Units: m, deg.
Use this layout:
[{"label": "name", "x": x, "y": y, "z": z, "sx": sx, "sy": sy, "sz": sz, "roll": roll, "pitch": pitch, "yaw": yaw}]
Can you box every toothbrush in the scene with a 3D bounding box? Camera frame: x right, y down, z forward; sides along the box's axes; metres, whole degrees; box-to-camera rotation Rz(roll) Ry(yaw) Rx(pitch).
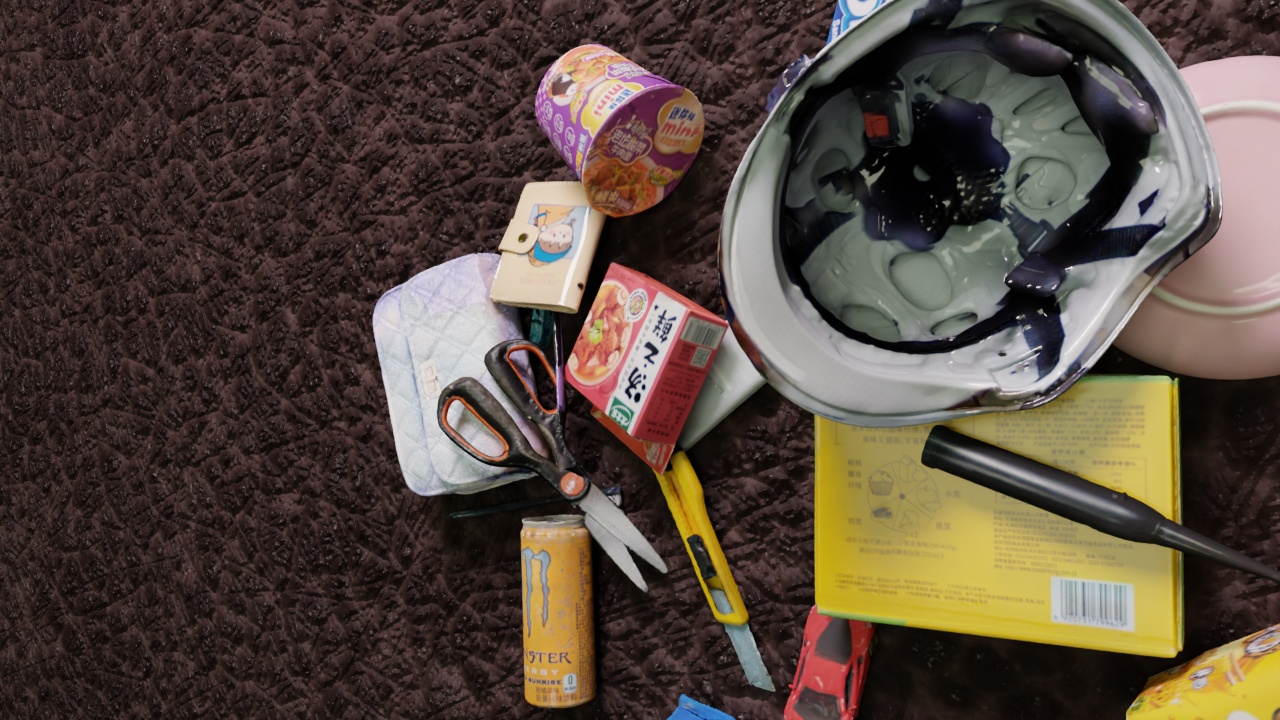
[{"label": "toothbrush", "x": -0.093, "y": 0.125, "z": 0.786, "sx": 0.181, "sy": 0.015, "sz": 0.018, "roll": -11, "pitch": 91, "yaw": 28}, {"label": "toothbrush", "x": 0.259, "y": 0.082, "z": 0.497, "sx": 0.213, "sy": 0.026, "sz": 0.027, "roll": 20, "pitch": 103, "yaw": 29}, {"label": "toothbrush", "x": -0.070, "y": -0.034, "z": 0.749, "sx": 0.017, "sy": 0.014, "sz": 0.188, "roll": -14, "pitch": 62, "yaw": 19}]

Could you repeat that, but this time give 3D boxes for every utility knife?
[{"label": "utility knife", "x": 0.054, "y": 0.153, "z": 0.692, "sx": 0.033, "sy": 0.015, "sz": 0.206, "roll": -28, "pitch": 82, "yaw": 33}]

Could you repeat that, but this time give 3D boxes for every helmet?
[{"label": "helmet", "x": 0.168, "y": -0.092, "z": 0.534, "sx": 0.229, "sy": 0.145, "sz": 0.259, "roll": 43, "pitch": 107, "yaw": -6}]

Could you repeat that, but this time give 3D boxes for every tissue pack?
[{"label": "tissue pack", "x": 0.051, "y": 0.335, "z": 0.673, "sx": 0.095, "sy": 0.052, "sz": 0.157, "roll": 15, "pitch": 95, "yaw": 32}]

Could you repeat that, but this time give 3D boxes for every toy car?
[{"label": "toy car", "x": 0.130, "y": 0.222, "z": 0.633, "sx": 0.049, "sy": 0.031, "sz": 0.106, "roll": 10, "pitch": 77, "yaw": 31}]

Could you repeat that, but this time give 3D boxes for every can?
[{"label": "can", "x": -0.066, "y": 0.201, "z": 0.743, "sx": 0.058, "sy": 0.058, "sz": 0.146, "roll": -4, "pitch": 86, "yaw": 30}]

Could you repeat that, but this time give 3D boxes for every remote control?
[{"label": "remote control", "x": 0.056, "y": 0.015, "z": 0.701, "sx": 0.136, "sy": 0.020, "sz": 0.056, "roll": -44, "pitch": 67, "yaw": 24}]

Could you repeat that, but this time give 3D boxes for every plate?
[{"label": "plate", "x": 0.341, "y": -0.085, "z": 0.531, "sx": 0.193, "sy": 0.039, "sz": 0.192, "roll": -2, "pitch": 87, "yaw": 30}]

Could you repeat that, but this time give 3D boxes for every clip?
[{"label": "clip", "x": -0.082, "y": -0.037, "z": 0.783, "sx": 0.014, "sy": 0.040, "sz": 0.056, "roll": 19, "pitch": 101, "yaw": 32}]

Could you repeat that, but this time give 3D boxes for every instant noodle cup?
[{"label": "instant noodle cup", "x": -0.023, "y": -0.185, "z": 0.711, "sx": 0.112, "sy": 0.111, "sz": 0.099, "roll": -52, "pitch": 59, "yaw": 18}, {"label": "instant noodle cup", "x": 0.342, "y": 0.196, "z": 0.484, "sx": 0.124, "sy": 0.116, "sz": 0.116, "roll": -35, "pitch": 71, "yaw": 36}]

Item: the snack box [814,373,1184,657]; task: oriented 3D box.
[{"label": "snack box", "x": 0.219, "y": 0.087, "z": 0.576, "sx": 0.210, "sy": 0.070, "sz": 0.157, "roll": -1, "pitch": 87, "yaw": 30}]

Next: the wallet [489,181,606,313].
[{"label": "wallet", "x": -0.076, "y": -0.096, "z": 0.758, "sx": 0.087, "sy": 0.024, "sz": 0.115, "roll": 8, "pitch": 73, "yaw": 21}]

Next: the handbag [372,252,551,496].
[{"label": "handbag", "x": -0.154, "y": 0.018, "z": 0.790, "sx": 0.134, "sy": 0.075, "sz": 0.193, "roll": -19, "pitch": 80, "yaw": 22}]

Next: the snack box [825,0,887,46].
[{"label": "snack box", "x": 0.151, "y": -0.170, "z": 0.634, "sx": 0.057, "sy": 0.058, "sz": 0.207, "roll": 18, "pitch": 97, "yaw": 26}]

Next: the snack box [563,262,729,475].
[{"label": "snack box", "x": -0.004, "y": 0.004, "z": 0.702, "sx": 0.113, "sy": 0.044, "sz": 0.127, "roll": 36, "pitch": 106, "yaw": 50}]

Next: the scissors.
[{"label": "scissors", "x": -0.053, "y": 0.076, "z": 0.723, "sx": 0.234, "sy": 0.022, "sz": 0.162, "roll": 24, "pitch": 77, "yaw": 1}]
